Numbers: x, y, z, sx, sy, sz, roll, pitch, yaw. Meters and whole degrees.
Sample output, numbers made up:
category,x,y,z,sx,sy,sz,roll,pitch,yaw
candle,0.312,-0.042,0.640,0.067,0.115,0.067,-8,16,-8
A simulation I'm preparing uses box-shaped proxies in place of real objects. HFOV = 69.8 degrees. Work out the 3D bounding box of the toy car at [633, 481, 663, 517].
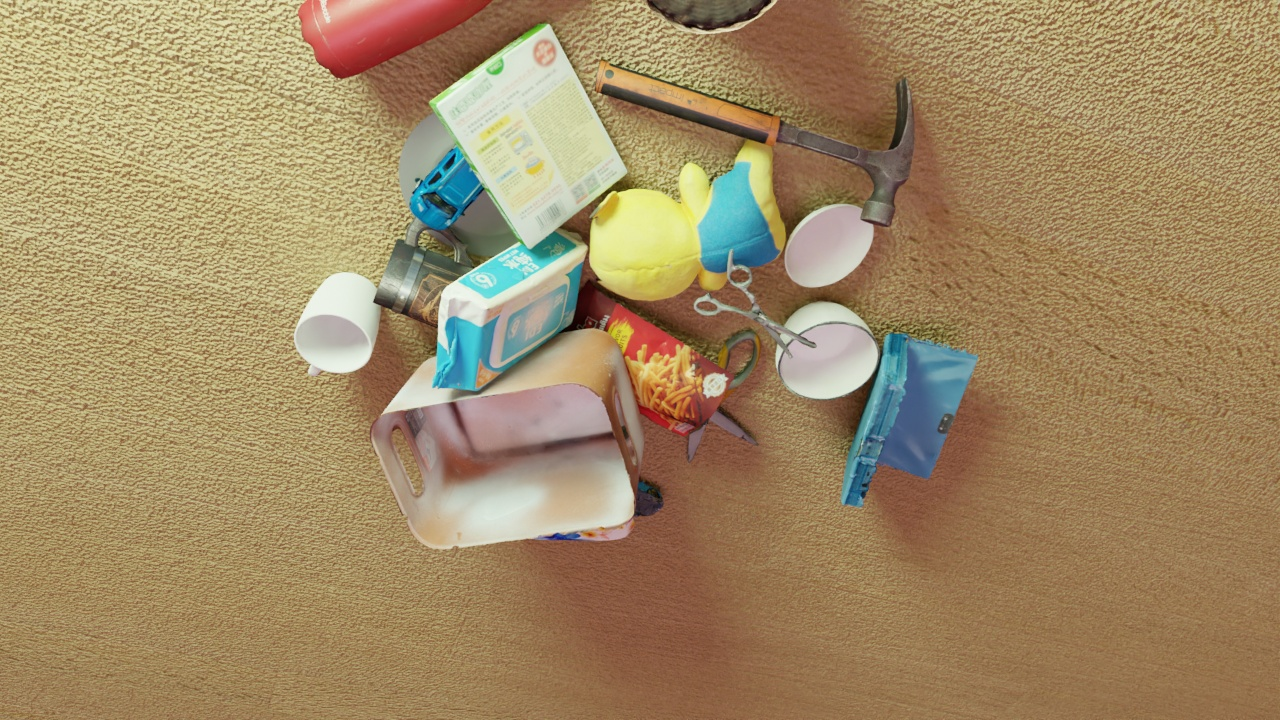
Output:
category,x,y,z,sx,sy,sz,roll,pitch,yaw
toy car,-0.017,0.177,1.232,0.105,0.032,0.048,27,123,-28

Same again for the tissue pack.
category,x,y,z,sx,sy,sz,roll,pitch,yaw
tissue pack,-0.135,-0.054,0.943,0.066,0.208,0.117,31,130,18

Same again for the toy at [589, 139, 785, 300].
category,x,y,z,sx,sy,sz,roll,pitch,yaw
toy,0.045,-0.130,0.953,0.214,0.083,0.149,-14,127,6

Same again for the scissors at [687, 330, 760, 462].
category,x,y,z,sx,sy,sz,roll,pitch,yaw
scissors,0.079,0.041,1.134,0.225,0.016,0.230,30,122,-22

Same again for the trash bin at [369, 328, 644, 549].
category,x,y,z,sx,sy,sz,roll,pitch,yaw
trash bin,-0.132,0.081,1.015,0.260,0.157,0.182,-10,116,14

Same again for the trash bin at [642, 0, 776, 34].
category,x,y,z,sx,sy,sz,roll,pitch,yaw
trash bin,0.049,-0.338,0.702,0.151,0.209,0.151,-1,130,-1

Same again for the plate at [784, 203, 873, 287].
category,x,y,z,sx,sy,sz,roll,pitch,yaw
plate,0.198,-0.128,0.985,0.104,0.026,0.104,-13,135,-14

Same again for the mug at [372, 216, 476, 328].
category,x,y,z,sx,sy,sz,roll,pitch,yaw
mug,-0.216,-0.093,0.984,0.107,0.080,0.116,21,108,-17

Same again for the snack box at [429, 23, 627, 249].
category,x,y,z,sx,sy,sz,roll,pitch,yaw
snack box,-0.101,-0.211,0.878,0.131,0.027,0.168,-39,126,-11

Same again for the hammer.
category,x,y,z,sx,sy,sz,roll,pitch,yaw
hammer,0.112,-0.239,0.879,0.314,0.035,0.138,16,95,-4

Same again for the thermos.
category,x,y,z,sx,sy,sz,roll,pitch,yaw
thermos,-0.178,-0.323,0.794,0.240,0.073,0.073,-20,127,13

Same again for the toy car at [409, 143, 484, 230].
category,x,y,z,sx,sy,sz,roll,pitch,yaw
toy car,-0.183,-0.178,0.913,0.056,0.043,0.120,36,120,-27

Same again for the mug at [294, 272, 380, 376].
category,x,y,z,sx,sy,sz,roll,pitch,yaw
mug,-0.337,-0.034,1.015,0.081,0.087,0.114,28,123,-22

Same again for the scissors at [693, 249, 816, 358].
category,x,y,z,sx,sy,sz,roll,pitch,yaw
scissors,0.129,-0.055,0.967,0.141,0.014,0.147,13,142,0

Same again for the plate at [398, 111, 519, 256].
category,x,y,z,sx,sy,sz,roll,pitch,yaw
plate,-0.160,-0.181,0.949,0.178,0.012,0.179,-1,129,-1

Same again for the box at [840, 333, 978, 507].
category,x,y,z,sx,sy,sz,roll,pitch,yaw
box,0.321,0.086,1.102,0.112,0.094,0.232,13,135,10

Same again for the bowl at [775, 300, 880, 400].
category,x,y,z,sx,sy,sz,roll,pitch,yaw
bowl,0.212,-0.017,1.059,0.116,0.065,0.116,-1,129,-1

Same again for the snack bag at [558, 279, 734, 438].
category,x,y,z,sx,sy,sz,roll,pitch,yaw
snack bag,-0.006,0.006,1.076,0.208,0.066,0.139,30,124,-7

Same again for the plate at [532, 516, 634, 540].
category,x,y,z,sx,sy,sz,roll,pitch,yaw
plate,-0.110,0.199,1.211,0.187,0.016,0.187,-2,146,14
